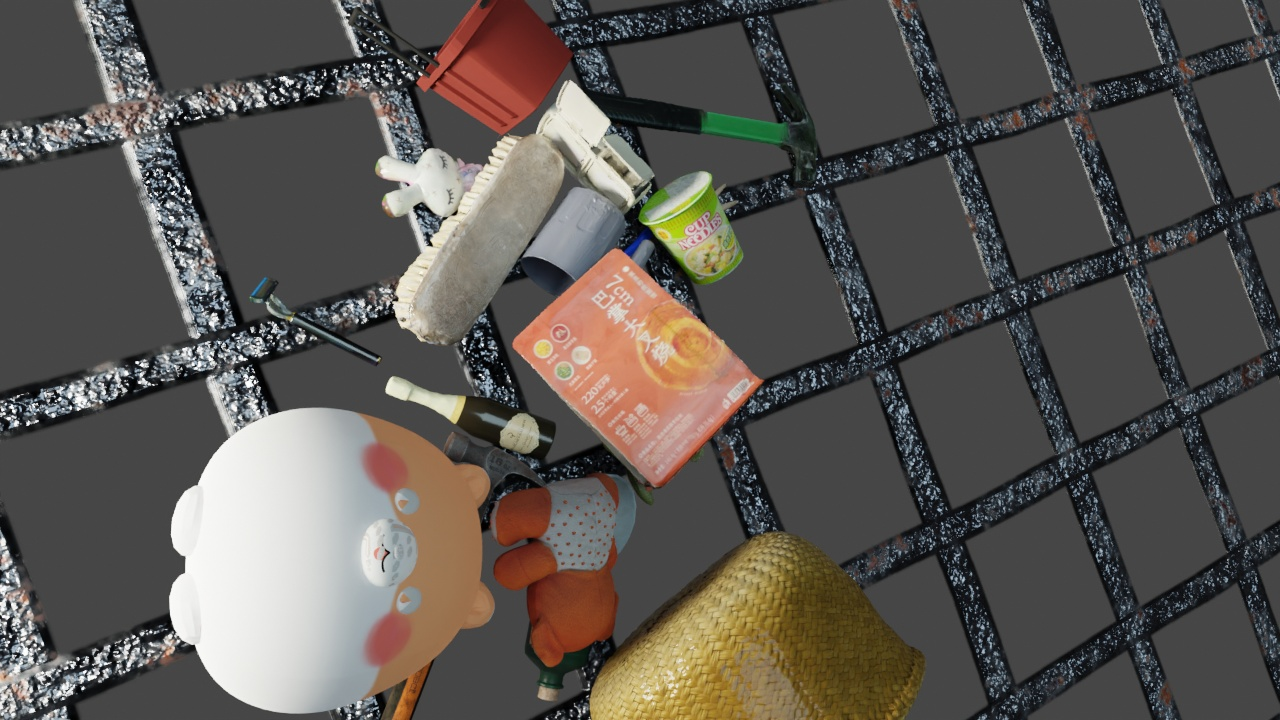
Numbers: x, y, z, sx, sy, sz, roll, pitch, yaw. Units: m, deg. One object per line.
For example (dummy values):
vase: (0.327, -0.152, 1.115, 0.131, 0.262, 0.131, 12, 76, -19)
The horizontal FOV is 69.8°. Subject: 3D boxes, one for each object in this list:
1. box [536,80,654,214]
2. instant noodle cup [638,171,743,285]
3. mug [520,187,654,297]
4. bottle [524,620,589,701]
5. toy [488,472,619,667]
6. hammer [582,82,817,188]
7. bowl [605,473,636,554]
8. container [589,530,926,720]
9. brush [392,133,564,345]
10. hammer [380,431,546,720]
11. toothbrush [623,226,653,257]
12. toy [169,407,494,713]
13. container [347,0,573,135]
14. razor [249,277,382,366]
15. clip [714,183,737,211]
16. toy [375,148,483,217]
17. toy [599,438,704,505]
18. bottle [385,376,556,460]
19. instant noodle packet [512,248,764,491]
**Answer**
box: (-0.050, -0.231, 1.013, 0.143, 0.184, 0.050, 44, 76, -5)
instant noodle cup: (0.067, -0.152, 1.088, 0.098, 0.099, 0.108, -47, 119, -21)
mug: (-0.057, -0.121, 1.042, 0.124, 0.084, 0.103, 30, 70, -1)
bottle: (-0.087, 0.294, 0.982, 0.061, 0.061, 0.131, 15, 77, -21)
toy: (-0.073, 0.203, 0.912, 0.163, 0.093, 0.172, -4, 91, -52)
hammer: (0.079, -0.300, 1.155, 0.318, 0.032, 0.130, 3, 82, -20)
bowl: (-0.056, 0.172, 1.012, 0.106, 0.039, 0.106, -13, 109, -44)
container: (0.097, 0.319, 0.917, 0.306, 0.308, 0.196, -39, 84, -22)
brush: (-0.173, -0.137, 1.007, 0.083, 0.057, 0.270, 42, 69, -36)
hammer: (-0.192, 0.246, 0.965, 0.137, 0.035, 0.314, 24, 75, -17)
toothbrush: (-0.016, -0.131, 1.100, 0.018, 0.016, 0.182, 32, 65, 25)
toy: (-0.266, 0.174, 0.825, 0.280, 0.266, 0.262, 2, 78, -31)
container: (-0.192, -0.350, 0.994, 0.201, 0.148, 0.126, 36, 72, -22)
razor: (-0.337, -0.033, 0.959, 0.144, 0.022, 0.042, 34, 31, -17)
clip: (0.096, -0.190, 1.149, 0.041, 0.024, 0.060, 44, 78, -7)
toy: (-0.230, -0.198, 1.016, 0.122, 0.038, 0.079, -12, 80, -25)
toy: (0.022, 0.059, 1.052, 0.152, 0.078, 0.179, -23, 90, -15)
bottle: (-0.183, 0.057, 0.990, 0.184, 0.045, 0.045, 22, 75, -17)
instant noodle packet: (-0.006, 0.006, 0.976, 0.221, 0.084, 0.164, 45, 78, 2)
